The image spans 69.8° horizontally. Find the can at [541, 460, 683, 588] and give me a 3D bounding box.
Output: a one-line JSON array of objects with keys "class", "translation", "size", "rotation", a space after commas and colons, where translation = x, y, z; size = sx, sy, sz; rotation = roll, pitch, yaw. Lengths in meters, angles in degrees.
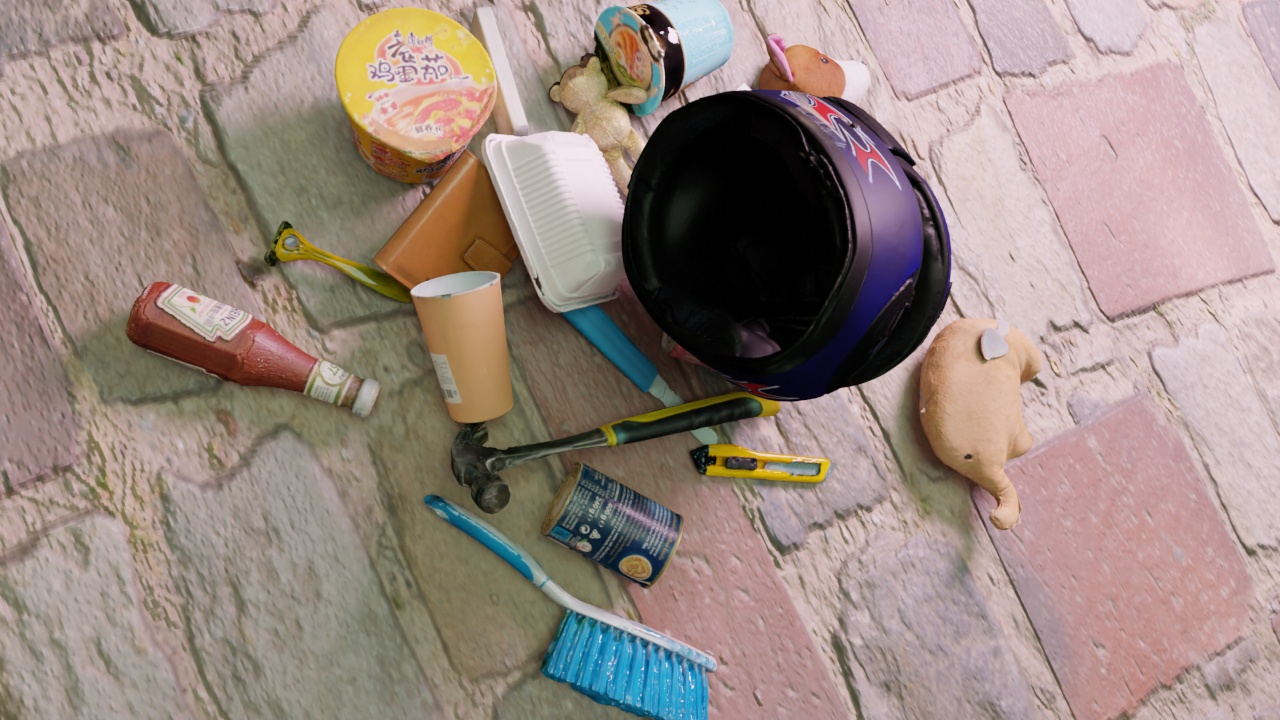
[{"class": "can", "translation": [-0.027, 0.149, 0.837], "size": [0.111, 0.075, 0.075], "rotation": [29, 71, -9]}]

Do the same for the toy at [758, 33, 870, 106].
[{"class": "toy", "translation": [0.201, -0.260, 0.981], "size": [0.130, 0.140, 0.199], "rotation": [-39, 87, 6]}]

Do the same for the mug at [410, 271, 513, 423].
[{"class": "mug", "translation": [-0.153, -0.011, 0.816], "size": [0.078, 0.078, 0.123], "rotation": [-15, 110, -20]}]

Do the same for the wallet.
[{"class": "wallet", "translation": [-0.164, -0.110, 0.843], "size": [0.132, 0.031, 0.108], "rotation": [-50, 127, -2]}]

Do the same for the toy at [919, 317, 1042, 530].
[{"class": "toy", "translation": [0.360, 0.064, 0.979], "size": [0.143, 0.083, 0.225], "rotation": [11, 77, -6]}]

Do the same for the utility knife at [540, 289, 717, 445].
[{"class": "utility knife", "translation": [-0.005, 0.005, 0.907], "size": [0.236, 0.018, 0.034], "rotation": [45, 80, -7]}]

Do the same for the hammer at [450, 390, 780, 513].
[{"class": "hammer", "translation": [-0.017, 0.064, 0.849], "size": [0.322, 0.126, 0.032], "rotation": [-11, 117, -26]}]

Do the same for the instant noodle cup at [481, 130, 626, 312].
[{"class": "instant noodle cup", "translation": [-0.063, -0.139, 0.857], "size": [0.137, 0.060, 0.173], "rotation": [-21, 88, -61]}]

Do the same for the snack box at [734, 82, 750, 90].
[{"class": "snack box", "translation": [0.098, -0.213, 0.958], "size": [0.093, 0.077, 0.094], "rotation": [44, 70, -4]}]

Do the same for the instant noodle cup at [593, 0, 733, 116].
[{"class": "instant noodle cup", "translation": [0.031, -0.326, 0.953], "size": [0.120, 0.111, 0.111], "rotation": [-30, 88, -29]}]

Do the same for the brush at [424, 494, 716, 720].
[{"class": "brush", "translation": [-0.069, 0.230, 0.822], "size": [0.314, 0.061, 0.109], "rotation": [25, 66, -8]}]

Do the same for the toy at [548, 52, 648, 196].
[{"class": "toy", "translation": [-0.027, -0.233, 0.937], "size": [0.105, 0.066, 0.157], "rotation": [-34, 94, 21]}]

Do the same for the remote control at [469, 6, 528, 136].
[{"class": "remote control", "translation": [-0.140, -0.275, 0.908], "size": [0.019, 0.056, 0.135], "rotation": [-16, 82, -21]}]

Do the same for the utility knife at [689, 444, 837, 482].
[{"class": "utility knife", "translation": [0.128, 0.104, 0.927], "size": [0.163, 0.015, 0.033], "rotation": [6, 85, -17]}]

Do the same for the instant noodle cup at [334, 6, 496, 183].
[{"class": "instant noodle cup", "translation": [-0.210, -0.234, 0.847], "size": [0.138, 0.110, 0.138], "rotation": [4, 76, -17]}]

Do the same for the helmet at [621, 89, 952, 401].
[{"class": "helmet", "translation": [0.142, -0.088, 0.777], "size": [0.240, 0.315, 0.248], "rotation": [15, 116, -37]}]

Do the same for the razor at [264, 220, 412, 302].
[{"class": "razor", "translation": [-0.271, -0.084, 0.840], "size": [0.132, 0.028, 0.043], "rotation": [24, 68, -13]}]

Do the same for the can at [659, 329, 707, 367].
[{"class": "can", "translation": [0.097, -0.014, 0.923], "size": [0.147, 0.058, 0.057], "rotation": [17, 73, -14]}]

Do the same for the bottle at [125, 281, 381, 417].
[{"class": "bottle", "translation": [-0.325, -0.004, 0.785], "size": [0.206, 0.060, 0.059], "rotation": [23, 72, -12]}]
